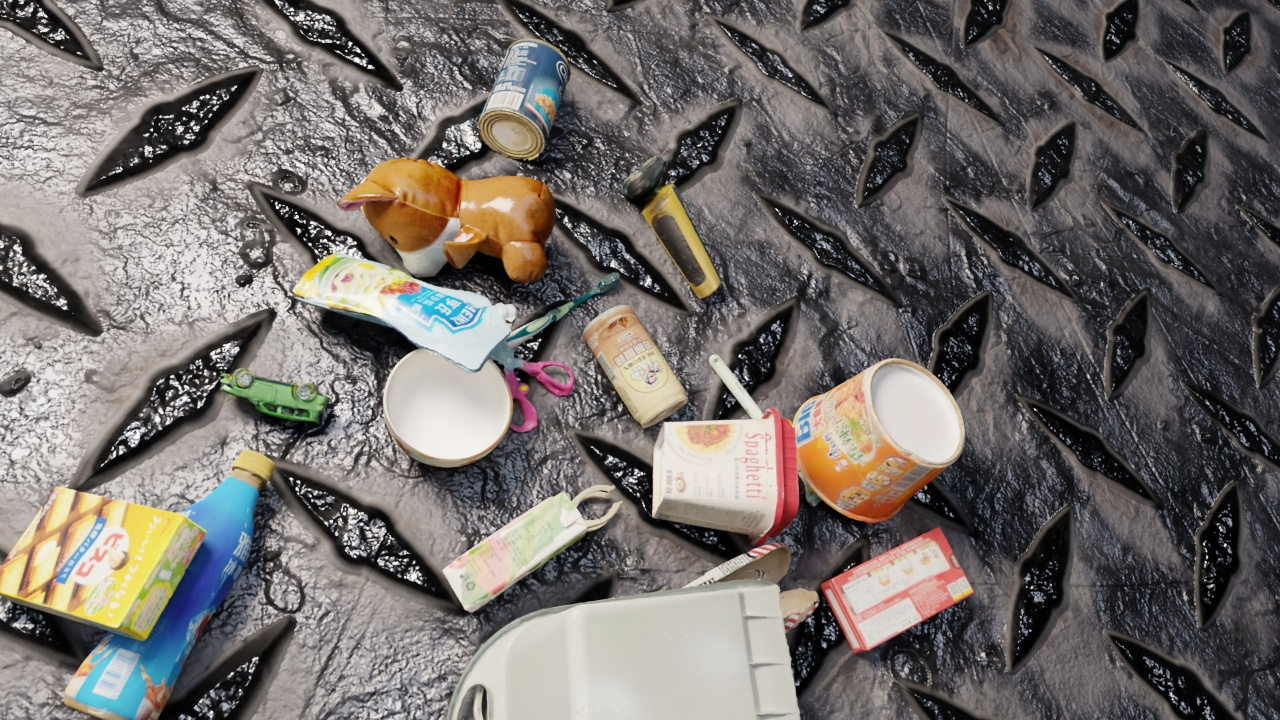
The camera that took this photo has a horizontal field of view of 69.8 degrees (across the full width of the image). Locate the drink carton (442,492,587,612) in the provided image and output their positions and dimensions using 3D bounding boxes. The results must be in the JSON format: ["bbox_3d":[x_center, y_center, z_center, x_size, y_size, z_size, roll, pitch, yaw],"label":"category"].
[{"bbox_3d":[-0.107,0.164,0.791,0.122,0.054,0.045,-34,78,-13],"label":"drink carton"}]

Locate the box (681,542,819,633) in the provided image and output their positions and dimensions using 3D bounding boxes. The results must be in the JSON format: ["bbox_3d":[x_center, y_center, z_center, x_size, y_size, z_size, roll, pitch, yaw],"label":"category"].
[{"bbox_3d":[0.082,0.221,0.842,0.162,0.076,0.088,-23,93,-26],"label":"box"}]

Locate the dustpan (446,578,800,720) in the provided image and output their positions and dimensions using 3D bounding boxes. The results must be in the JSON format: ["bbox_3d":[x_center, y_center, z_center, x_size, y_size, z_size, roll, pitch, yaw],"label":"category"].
[{"bbox_3d":[-0.014,0.298,0.746,0.257,0.143,0.222,12,57,-29],"label":"dustpan"}]

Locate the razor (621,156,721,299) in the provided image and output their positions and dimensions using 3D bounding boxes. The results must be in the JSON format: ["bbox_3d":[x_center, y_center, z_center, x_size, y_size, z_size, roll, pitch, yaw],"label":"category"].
[{"bbox_3d":[0.036,-0.143,1.011,0.167,0.062,0.067,60,29,7],"label":"razor"}]

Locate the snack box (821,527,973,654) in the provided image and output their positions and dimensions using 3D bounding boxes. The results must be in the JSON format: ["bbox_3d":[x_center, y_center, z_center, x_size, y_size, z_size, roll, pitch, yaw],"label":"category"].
[{"bbox_3d":[0.263,0.232,0.932,0.152,0.026,0.075,-17,72,-27],"label":"snack box"}]

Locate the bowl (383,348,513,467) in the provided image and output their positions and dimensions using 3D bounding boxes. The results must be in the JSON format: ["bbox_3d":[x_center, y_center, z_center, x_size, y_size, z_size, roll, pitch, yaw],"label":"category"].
[{"bbox_3d":[-0.177,0.048,0.832,0.113,0.062,0.113,9,62,-17],"label":"bowl"}]

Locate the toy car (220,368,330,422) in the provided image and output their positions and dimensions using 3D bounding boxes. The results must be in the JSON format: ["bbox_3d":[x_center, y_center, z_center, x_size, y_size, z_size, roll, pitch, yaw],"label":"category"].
[{"bbox_3d":[-0.318,0.030,0.798,0.091,0.043,0.036,19,83,-21],"label":"toy car"}]

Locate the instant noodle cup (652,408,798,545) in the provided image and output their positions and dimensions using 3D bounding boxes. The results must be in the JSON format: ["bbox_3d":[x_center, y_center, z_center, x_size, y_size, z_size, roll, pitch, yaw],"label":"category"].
[{"bbox_3d":[0.077,0.110,0.877,0.124,0.117,0.116,4,64,-6],"label":"instant noodle cup"}]

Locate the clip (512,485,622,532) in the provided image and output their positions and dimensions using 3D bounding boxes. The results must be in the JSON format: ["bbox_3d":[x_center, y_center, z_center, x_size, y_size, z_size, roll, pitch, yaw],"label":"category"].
[{"bbox_3d":[-0.064,0.148,0.845,0.100,0.035,0.071,-22,77,-23],"label":"clip"}]

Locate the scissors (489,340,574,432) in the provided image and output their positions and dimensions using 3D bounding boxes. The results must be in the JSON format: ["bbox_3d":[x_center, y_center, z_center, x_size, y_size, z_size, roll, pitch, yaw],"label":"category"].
[{"bbox_3d":[-0.118,0.001,0.895,0.113,0.017,0.134,-20,83,-28],"label":"scissors"}]

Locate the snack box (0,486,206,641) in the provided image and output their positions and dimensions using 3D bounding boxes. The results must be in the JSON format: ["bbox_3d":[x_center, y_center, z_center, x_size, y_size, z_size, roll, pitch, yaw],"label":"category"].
[{"bbox_3d":[-0.400,0.147,0.677,0.140,0.034,0.086,8,58,21],"label":"snack box"}]

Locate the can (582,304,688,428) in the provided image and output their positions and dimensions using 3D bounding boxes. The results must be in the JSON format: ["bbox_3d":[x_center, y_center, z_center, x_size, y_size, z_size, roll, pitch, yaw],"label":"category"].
[{"bbox_3d":[-0.005,0.005,0.919,0.058,0.059,0.116,-27,77,-29],"label":"can"}]

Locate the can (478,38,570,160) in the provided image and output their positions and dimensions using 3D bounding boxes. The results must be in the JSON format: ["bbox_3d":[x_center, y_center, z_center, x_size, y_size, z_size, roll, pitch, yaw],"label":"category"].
[{"bbox_3d":[-0.126,-0.284,1.001,0.075,0.075,0.111,21,61,-11],"label":"can"}]

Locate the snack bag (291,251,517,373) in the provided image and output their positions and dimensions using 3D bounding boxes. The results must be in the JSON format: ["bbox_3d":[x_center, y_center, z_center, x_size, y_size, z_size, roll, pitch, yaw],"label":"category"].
[{"bbox_3d":[-0.210,-0.049,0.840,0.191,0.039,0.110,19,25,10],"label":"snack bag"}]

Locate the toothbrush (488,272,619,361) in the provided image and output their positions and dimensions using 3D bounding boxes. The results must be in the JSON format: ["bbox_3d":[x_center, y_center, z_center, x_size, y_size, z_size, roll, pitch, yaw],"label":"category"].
[{"bbox_3d":[-0.091,-0.045,0.934,0.191,0.018,0.016,-34,81,-30],"label":"toothbrush"}]

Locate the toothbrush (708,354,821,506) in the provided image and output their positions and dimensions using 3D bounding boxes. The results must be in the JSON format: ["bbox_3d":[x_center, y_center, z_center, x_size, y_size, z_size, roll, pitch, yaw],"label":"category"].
[{"bbox_3d":[0.133,0.069,0.963,0.029,0.020,0.189,-36,82,-8],"label":"toothbrush"}]

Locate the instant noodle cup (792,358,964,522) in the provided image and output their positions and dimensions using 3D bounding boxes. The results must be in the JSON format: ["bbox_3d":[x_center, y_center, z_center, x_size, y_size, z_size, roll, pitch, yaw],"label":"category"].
[{"bbox_3d":[0.248,0.076,0.938,0.151,0.112,0.151,14,55,-21],"label":"instant noodle cup"}]

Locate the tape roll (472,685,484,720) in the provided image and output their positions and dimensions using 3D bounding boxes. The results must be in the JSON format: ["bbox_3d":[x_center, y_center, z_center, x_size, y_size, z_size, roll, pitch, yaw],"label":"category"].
[{"bbox_3d":[-0.098,0.291,0.775,0.085,0.014,0.085,8,64,-17],"label":"tape roll"}]

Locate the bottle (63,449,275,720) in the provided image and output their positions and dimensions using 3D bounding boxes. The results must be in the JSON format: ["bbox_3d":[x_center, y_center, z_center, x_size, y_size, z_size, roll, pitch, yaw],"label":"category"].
[{"bbox_3d":[-0.351,0.169,0.708,0.065,0.065,0.218,25,59,-8],"label":"bottle"}]

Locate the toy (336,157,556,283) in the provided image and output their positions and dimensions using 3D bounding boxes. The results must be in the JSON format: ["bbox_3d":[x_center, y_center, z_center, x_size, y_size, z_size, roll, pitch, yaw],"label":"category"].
[{"bbox_3d":[-0.185,-0.136,0.896,0.199,0.140,0.130,17,102,-11],"label":"toy"}]
